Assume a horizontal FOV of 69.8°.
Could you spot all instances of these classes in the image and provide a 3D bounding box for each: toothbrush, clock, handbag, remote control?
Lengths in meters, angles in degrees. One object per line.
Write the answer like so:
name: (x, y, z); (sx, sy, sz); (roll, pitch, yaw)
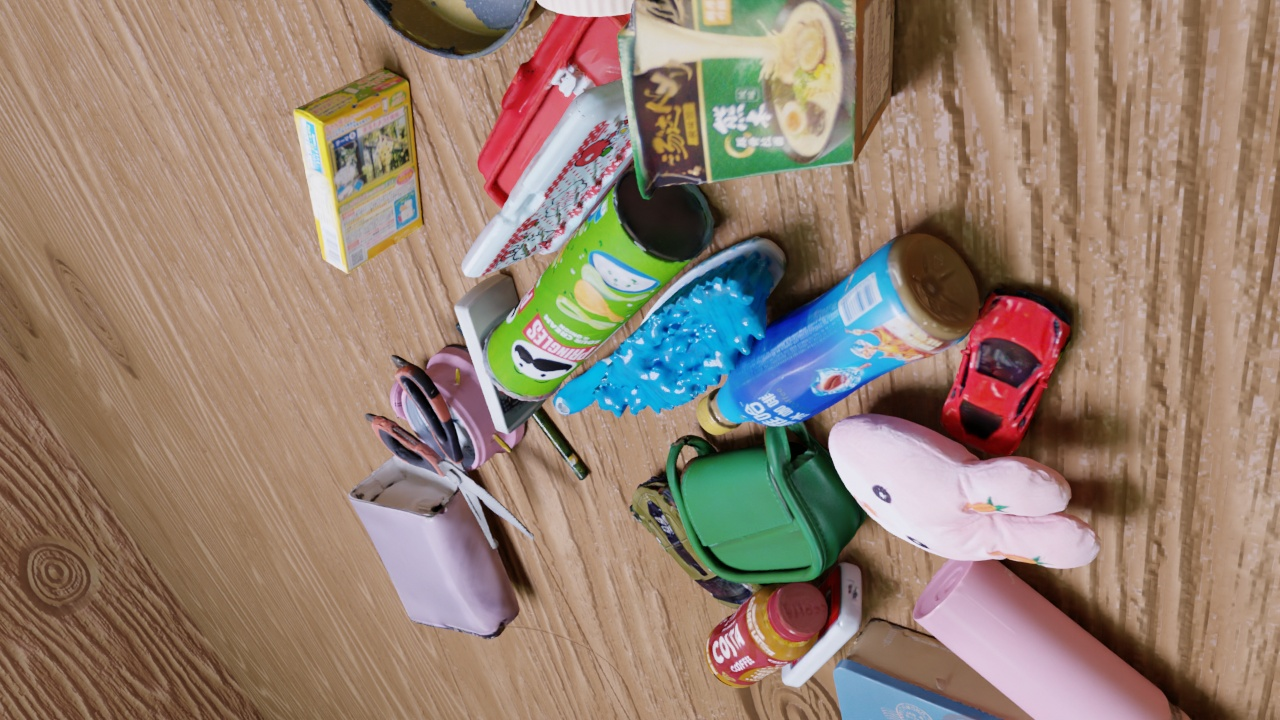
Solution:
toothbrush: (-0.106, 0.037, 0.834); (0.012, 0.017, 0.186); (-24, 106, 48)
clock: (-0.183, 0.053, 0.888); (0.159, 0.059, 0.117); (-16, 111, 52)
handbag: (0.090, 0.099, 0.671); (0.132, 0.067, 0.120); (-17, 103, 51)
remote control: (0.141, 0.211, 0.726); (0.020, 0.055, 0.136); (14, 140, -5)
handbag: (-0.225, 0.213, 1.041); (0.145, 0.098, 0.197); (11, 129, 40)
remote control: (-0.115, -0.005, 0.773); (0.019, 0.056, 0.135); (16, 133, 33)

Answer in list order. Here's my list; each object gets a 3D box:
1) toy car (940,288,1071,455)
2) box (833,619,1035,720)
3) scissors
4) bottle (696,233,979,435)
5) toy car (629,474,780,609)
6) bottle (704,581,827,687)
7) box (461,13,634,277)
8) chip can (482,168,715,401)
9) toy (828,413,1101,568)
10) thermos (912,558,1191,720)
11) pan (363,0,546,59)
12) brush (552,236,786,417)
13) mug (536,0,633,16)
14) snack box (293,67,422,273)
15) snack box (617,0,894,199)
toy car: (0.199, 0.008, 0.507); (0.049, 0.031, 0.106); (26, 136, 23)
box: (0.229, 0.260, 0.681); (0.185, 0.061, 0.090); (7, 127, 38)
scissors: (-0.182, 0.090, 0.859); (0.223, 0.015, 0.189); (33, 140, 18)
bottle: (0.104, 0.000, 0.561); (0.065, 0.065, 0.219); (48, 143, -2)
toy car: (0.057, 0.159, 0.772); (0.158, 0.042, 0.070); (45, 143, -2)
bottle: (0.098, 0.215, 0.723); (0.057, 0.057, 0.175); (39, 151, 10)
box: (-0.062, -0.131, 0.571); (0.095, 0.101, 0.202); (47, 142, -2)
chip can: (-0.039, -0.046, 0.651); (0.072, 0.072, 0.237); (48, 142, -2)
toy: (0.184, 0.079, 0.547); (0.121, 0.054, 0.160); (48, 157, -27)
thermos: (0.271, 0.206, 0.575); (0.198, 0.087, 0.067); (40, 98, 11)
pan: (-0.173, -0.337, 0.508); (0.198, 0.078, 0.357); (-12, 115, 48)
brush: (-0.004, 0.004, 0.659); (0.060, 0.109, 0.316); (43, 136, -9)
mug: (-0.036, -0.233, 0.449); (0.081, 0.114, 0.106); (-114, 14, -46)
snack box: (-0.215, -0.146, 0.715); (0.034, 0.086, 0.141); (31, 140, 19)
snack box: (0.063, -0.145, 0.440); (0.106, 0.118, 0.118); (11, 131, 24)
